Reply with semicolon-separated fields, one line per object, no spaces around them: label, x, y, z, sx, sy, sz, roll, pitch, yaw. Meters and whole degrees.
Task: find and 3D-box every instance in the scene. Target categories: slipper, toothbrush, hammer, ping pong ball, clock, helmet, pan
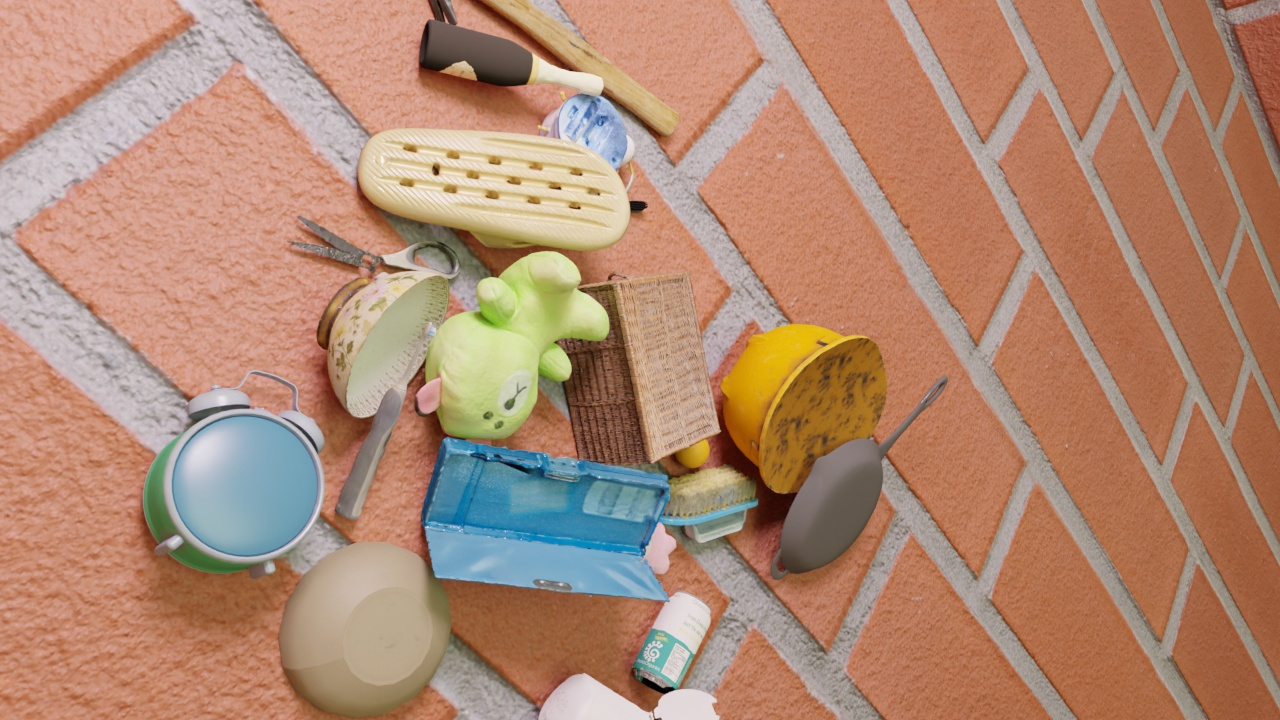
slipper;-0.141;-0.164;0.896;0.261;0.079;0.111;6;78;-19
toothbrush;-0.061;-0.171;0.999;0.167;0.013;0.013;-4;88;-36
toothbrush;-0.222;0.051;0.805;0.024;0.022;0.185;23;90;-30
hammer;-0.085;-0.339;0.984;0.330;0.033;0.132;28;67;-34
ping pong ball;0.059;0.103;1.048;0.040;0.040;0.040;4;83;-38
clock;-0.318;0.086;0.734;0.121;0.076;0.161;26;57;-33
helmet;0.175;0.039;1.085;0.205;0.131;0.255;-57;145;4
clock;-0.052;-0.226;0.985;0.125;0.052;0.088;43;61;-27
pan;0.288;0.146;1.158;0.353;0.024;0.217;-45;139;-16

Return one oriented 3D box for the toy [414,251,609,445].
toy;-0.128;-0.011;0.860;0.197;0.107;0.150;-39;144;-3

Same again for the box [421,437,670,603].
box;-0.075;0.151;0.847;0.231;0.112;0.094;13;109;-24

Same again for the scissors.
scissors;-0.236;-0.092;0.850;0.149;0.013;0.165;-44;111;-33

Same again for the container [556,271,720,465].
container;-0.005;0.006;0.960;0.112;0.114;0.198;-15;96;-43

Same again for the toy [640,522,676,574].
toy;-0.005;0.195;0.977;0.096;0.053;0.099;26;74;-19

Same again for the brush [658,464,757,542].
brush;0.068;0.169;1.044;0.135;0.055;0.075;-8;112;-39

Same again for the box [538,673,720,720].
box;-0.010;0.358;0.916;0.147;0.084;0.136;41;90;-22

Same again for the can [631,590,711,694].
can;0.035;0.307;1.000;0.055;0.055;0.101;46;60;-26

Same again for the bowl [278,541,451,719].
bowl;-0.229;0.236;0.799;0.152;0.051;0.152;4;83;-38

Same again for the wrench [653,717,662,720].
wrench;-0.033;0.435;0.956;0.272;0.018;0.073;-28;94;-39

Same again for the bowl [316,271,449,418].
bowl;-0.232;-0.026;0.795;0.063;0.145;0.144;29;62;8

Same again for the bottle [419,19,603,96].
bottle;-0.124;-0.293;0.913;0.184;0.045;0.045;7;81;-25
